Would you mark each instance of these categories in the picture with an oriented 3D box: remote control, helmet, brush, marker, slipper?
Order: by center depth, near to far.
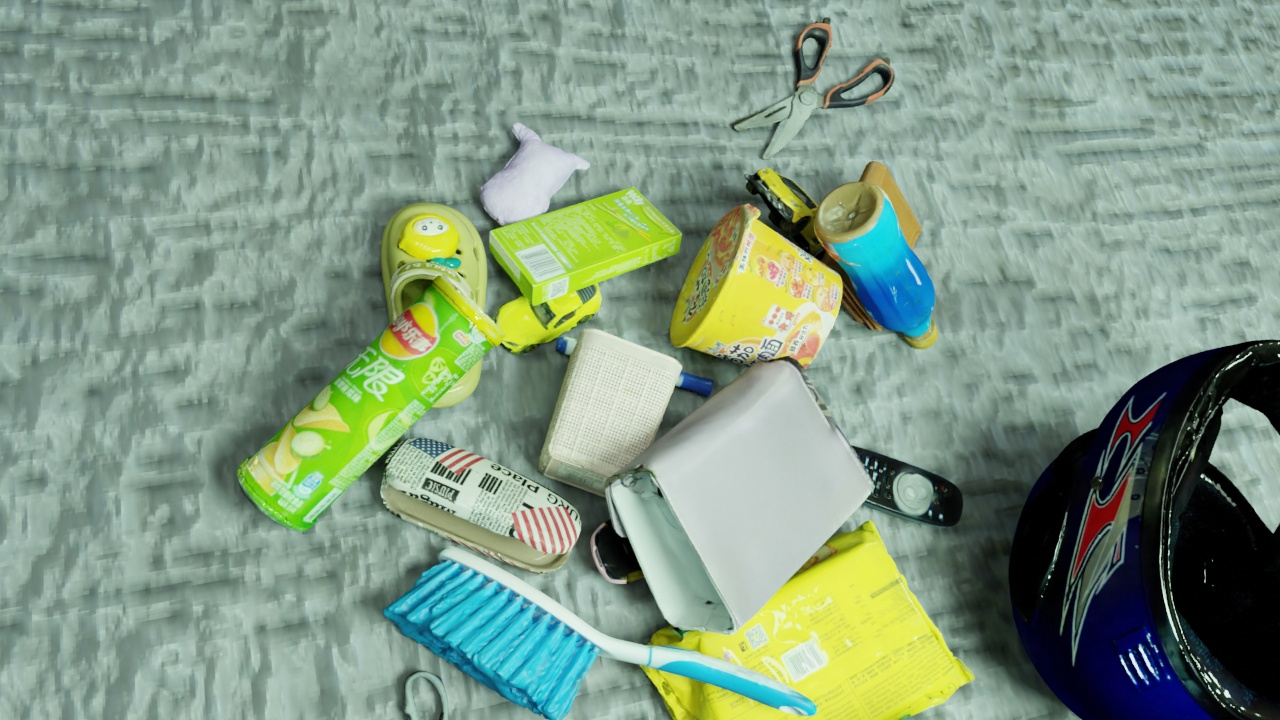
[{"bbox_3d":[-0.035,0.220,0.675,0.315,0.061,0.109,25,54,17],"label":"brush"},{"bbox_3d":[0.430,0.154,0.742,0.247,0.241,0.315,18,76,-5],"label":"helmet"},{"bbox_3d":[-0.171,-0.056,0.778,0.091,0.082,0.190,-1,71,-17],"label":"slipper"},{"bbox_3d":[-0.005,0.005,0.827,0.145,0.017,0.016,16,65,-7],"label":"marker"},{"bbox_3d":[0.227,0.115,0.833,0.136,0.024,0.053,20,63,-6],"label":"remote control"}]

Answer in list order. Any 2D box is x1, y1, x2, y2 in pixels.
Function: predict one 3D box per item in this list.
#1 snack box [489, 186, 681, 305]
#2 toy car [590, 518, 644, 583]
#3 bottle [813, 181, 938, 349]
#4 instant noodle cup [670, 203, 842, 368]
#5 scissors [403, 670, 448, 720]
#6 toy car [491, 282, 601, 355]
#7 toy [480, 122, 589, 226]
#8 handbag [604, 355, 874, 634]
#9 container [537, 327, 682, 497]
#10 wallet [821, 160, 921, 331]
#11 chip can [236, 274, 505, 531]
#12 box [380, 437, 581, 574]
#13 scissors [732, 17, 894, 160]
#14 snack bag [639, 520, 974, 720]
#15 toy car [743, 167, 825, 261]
[{"bbox_3d":[-0.049,-0.107,0.834,0.156,0.026,0.086,-23,54,-26],"label":"snack box"},{"bbox_3d":[0.014,0.147,0.764,0.122,0.037,0.056,-14,78,-31],"label":"toy car"},{"bbox_3d":[0.224,-0.073,0.826,0.065,0.218,0.065,-18,53,25],"label":"bottle"},{"bbox_3d":[0.105,-0.053,0.817,0.109,0.138,0.137,24,64,-12],"label":"instant noodle cup"},{"bbox_3d":[-0.168,0.315,0.663,0.159,0.014,0.180,7,68,-11],"label":"scissors"},{"bbox_3d":[-0.083,-0.046,0.820,0.105,0.032,0.048,-30,78,-21],"label":"toy car"},{"bbox_3d":[-0.108,-0.170,0.861,0.084,0.039,0.107,31,67,0],"label":"toy"},{"bbox_3d":[0.077,0.101,0.731,0.196,0.099,0.145,-34,106,-38],"label":"handbag"},{"bbox_3d":[-0.030,0.049,0.765,0.090,0.090,0.110,21,67,-5],"label":"container"},{"bbox_3d":[0.226,-0.109,0.894,0.108,0.031,0.131,44,66,-36],"label":"wallet"},{"bbox_3d":[-0.206,0.033,0.703,0.072,0.072,0.221,44,84,6],"label":"chip can"},{"bbox_3d":[-0.122,0.106,0.723,0.163,0.081,0.074,24,59,0],"label":"box"},{"bbox_3d":[0.190,-0.296,0.999,0.189,0.015,0.221,7,68,-11],"label":"scissors"},{"bbox_3d":[0.133,0.244,0.735,0.246,0.068,0.158,-24,75,-20],"label":"snack bag"},{"bbox_3d":[0.144,-0.137,0.858,0.041,0.155,0.071,-42,66,11],"label":"toy car"}]
